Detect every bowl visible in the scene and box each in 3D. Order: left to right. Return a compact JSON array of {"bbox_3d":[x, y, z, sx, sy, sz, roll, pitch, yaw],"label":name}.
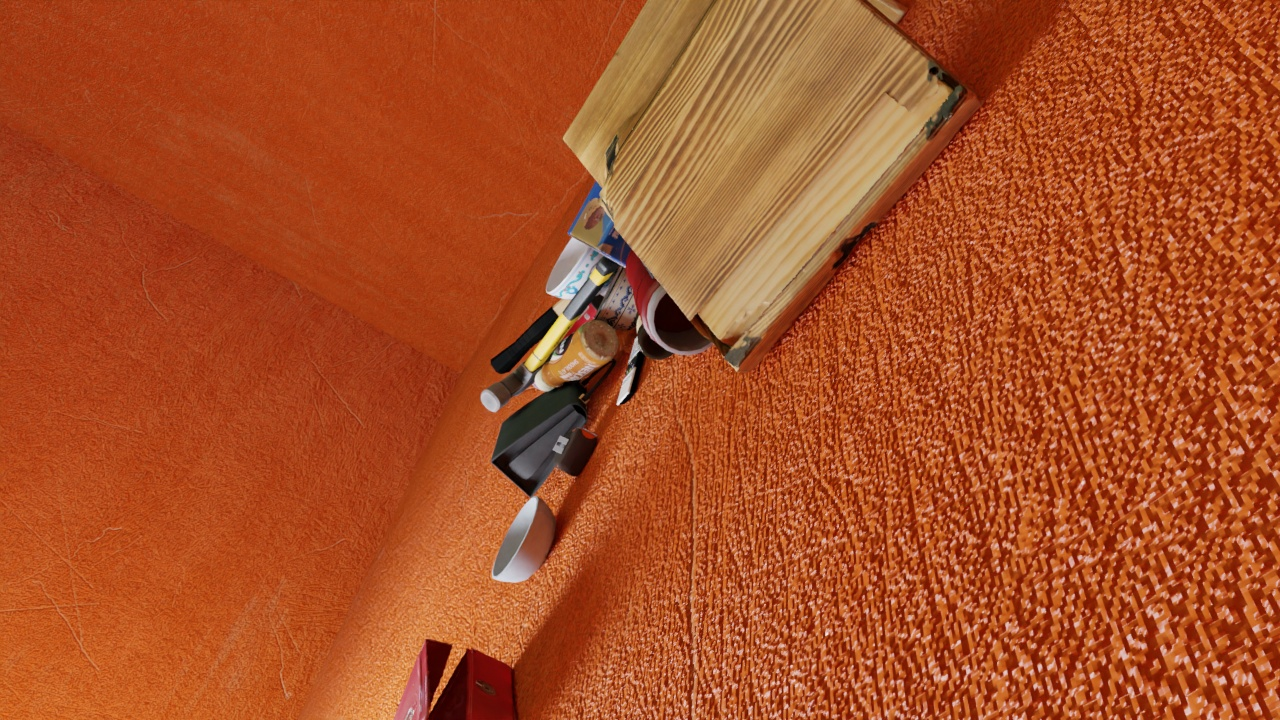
[{"bbox_3d":[-0.130,0.214,1.071,0.106,0.039,0.106,-55,14,20],"label":"bowl"},{"bbox_3d":[-0.065,-0.138,1.315,0.144,0.074,0.143,-49,19,24],"label":"bowl"},{"bbox_3d":[-0.011,-0.090,1.226,0.115,0.059,0.115,-62,6,10],"label":"bowl"}]

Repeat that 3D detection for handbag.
[{"bbox_3d":[-0.104,0.067,1.255,0.196,0.072,0.175,-45,11,6],"label":"handbag"}]

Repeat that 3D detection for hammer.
[{"bbox_3d":[-0.103,-0.051,1.260,0.169,0.034,0.326,-39,-6,-44],"label":"hammer"},{"bbox_3d":[-0.120,-0.088,1.474,0.329,0.039,0.131,-40,-8,22],"label":"hammer"}]

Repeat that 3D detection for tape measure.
[{"bbox_3d":[-0.085,0.110,1.130,0.058,0.038,0.059,-62,13,-7],"label":"tape measure"}]

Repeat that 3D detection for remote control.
[{"bbox_3d":[-0.007,0.007,1.119,0.028,0.012,0.124,-49,17,39],"label":"remote control"}]

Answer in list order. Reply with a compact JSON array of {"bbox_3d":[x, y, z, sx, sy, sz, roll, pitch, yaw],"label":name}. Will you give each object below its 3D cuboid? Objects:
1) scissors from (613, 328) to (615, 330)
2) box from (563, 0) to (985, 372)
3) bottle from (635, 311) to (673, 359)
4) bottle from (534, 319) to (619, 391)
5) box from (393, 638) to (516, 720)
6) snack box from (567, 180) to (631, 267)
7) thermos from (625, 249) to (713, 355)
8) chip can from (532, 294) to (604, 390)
[{"bbox_3d":[-0.065,-0.021,1.323,0.142,0.015,0.095,-45,10,8],"label":"scissors"},{"bbox_3d":[0.131,-0.197,0.821,0.280,0.285,0.336,-51,58,30],"label":"box"},{"bbox_3d":[0.017,-0.055,1.089,0.045,0.045,0.184,-56,14,17],"label":"bottle"},{"bbox_3d":[-0.093,0.001,1.243,0.168,0.059,0.059,-34,28,50],"label":"bottle"},{"bbox_3d":[-0.181,0.358,0.868,0.130,0.097,0.157,-64,16,4],"label":"box"},{"bbox_3d":[0.029,-0.200,1.092,0.069,0.155,0.203,33,95,42],"label":"snack box"},{"bbox_3d":[0.027,-0.083,0.957,0.084,0.108,0.198,-32,21,4],"label":"thermos"},{"bbox_3d":[-0.104,-0.036,1.445,0.234,0.073,0.073,-45,20,46],"label":"chip can"}]
